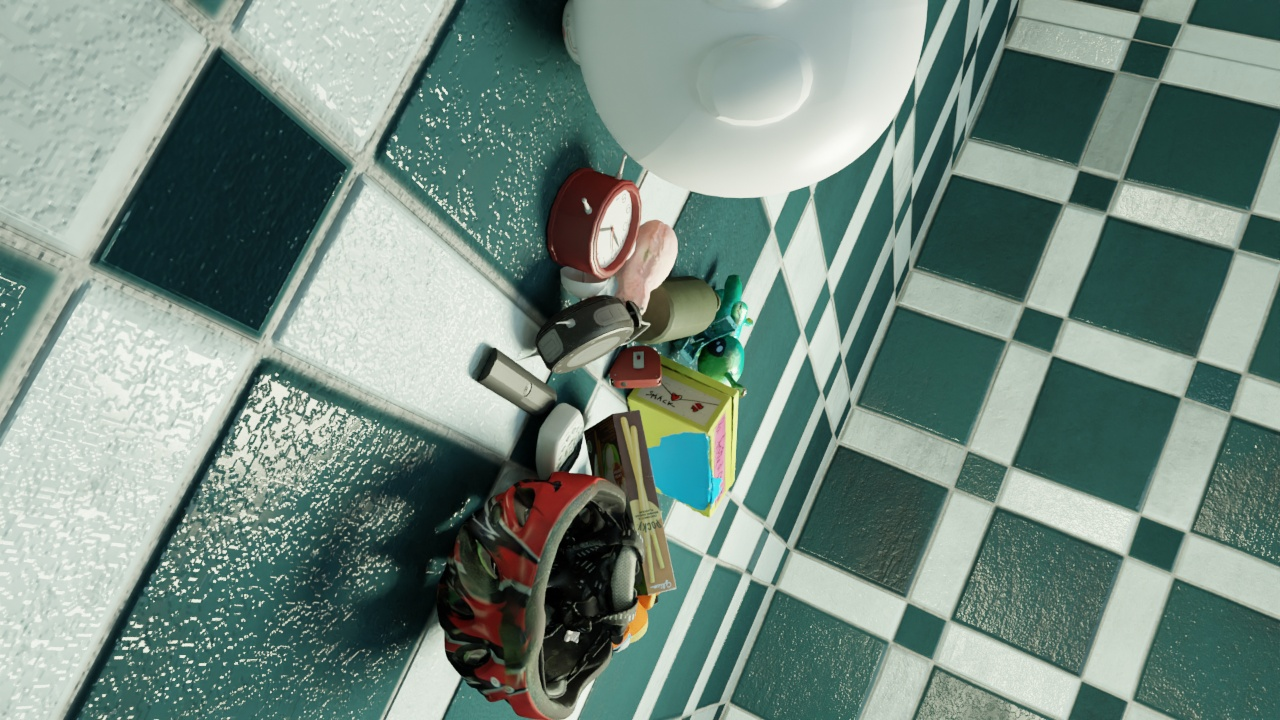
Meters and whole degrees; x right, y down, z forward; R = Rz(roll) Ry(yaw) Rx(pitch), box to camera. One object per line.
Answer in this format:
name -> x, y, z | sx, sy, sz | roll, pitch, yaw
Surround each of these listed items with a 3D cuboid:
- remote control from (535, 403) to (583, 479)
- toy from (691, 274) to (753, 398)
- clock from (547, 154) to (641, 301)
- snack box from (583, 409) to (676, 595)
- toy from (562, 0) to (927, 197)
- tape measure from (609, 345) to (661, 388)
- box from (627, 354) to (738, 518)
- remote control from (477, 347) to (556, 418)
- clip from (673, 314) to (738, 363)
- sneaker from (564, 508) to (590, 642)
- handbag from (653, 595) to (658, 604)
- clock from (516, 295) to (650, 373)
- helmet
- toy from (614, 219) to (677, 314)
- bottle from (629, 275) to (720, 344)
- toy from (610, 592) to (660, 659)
remote control -> -0.082, 0.086, 0.933 | 0.060, 0.028, 0.114 | -54, 166, -31
toy -> 0.114, -0.023, 1.211 | 0.131, 0.072, 0.193 | 134, -31, -53
clock -> -0.039, -0.116, 0.837 | 0.096, 0.048, 0.138 | -54, 154, -34
snack box -> -0.014, 0.155, 0.979 | 0.101, 0.031, 0.186 | 145, -64, -65
toy -> 0.073, -0.262, 0.700 | 0.280, 0.266, 0.263 | -92, 177, -68
tape measure -> -0.006, 0.006, 1.044 | 0.019, 0.059, 0.051 | 85, 3, -50
box -> 0.058, 0.104, 1.195 | 0.079, 0.124, 0.221 | -54, 154, -28
remote control -> -0.111, 0.023, 0.841 | 0.033, 0.015, 0.147 | -65, 159, -9
clip -> 0.079, -0.033, 1.152 | 0.103, 0.027, 0.120 | -34, -172, -11
sneaker -> -0.081, 0.226, 1.037 | 0.268, 0.103, 0.132 | -52, 139, -38
handbag -> 0.004, 0.286, 1.308 | 0.128, 0.054, 0.079 | -75, 170, -61
clock -> -0.050, -0.028, 0.852 | 0.122, 0.043, 0.091 | -18, 166, -44
helmet -> -0.093, 0.210, 0.846 | 0.272, 0.167, 0.217 | 10, 85, -79
toy -> -0.001, -0.085, 0.918 | 0.108, 0.053, 0.105 | 147, -37, -70
bottle -> 0.045, -0.062, 1.067 | 0.206, 0.071, 0.071 | -15, 124, -65
toy -> -0.040, 0.320, 1.169 | 0.175, 0.112, 0.096 | -23, 90, -62
